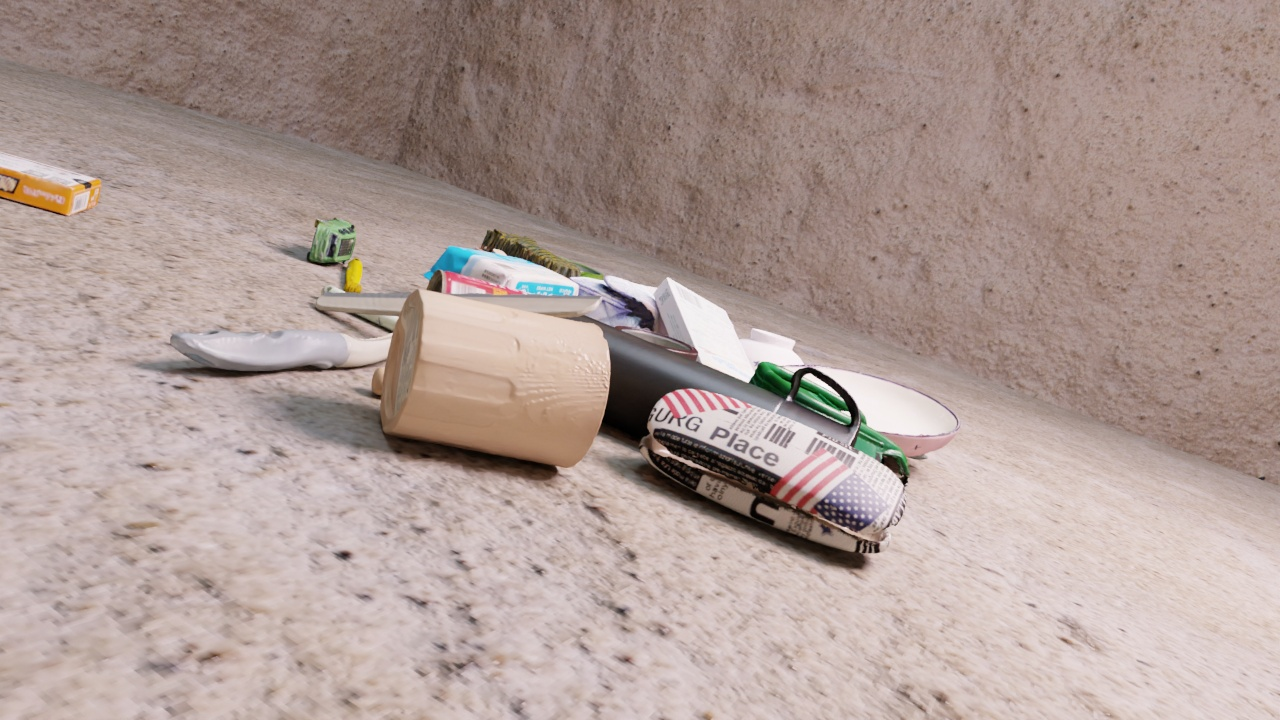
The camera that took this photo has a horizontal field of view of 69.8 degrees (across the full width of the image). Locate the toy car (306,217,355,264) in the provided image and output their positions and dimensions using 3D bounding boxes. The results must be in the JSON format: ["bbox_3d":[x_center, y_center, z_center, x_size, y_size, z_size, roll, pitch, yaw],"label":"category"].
[{"bbox_3d":[-0.310,-0.120,0.931,0.036,0.043,0.091,15,11,-6],"label":"toy car"}]

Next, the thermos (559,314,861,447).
[{"bbox_3d":[0.032,0.020,0.647,0.243,0.090,0.068,21,-7,17],"label":"thermos"}]

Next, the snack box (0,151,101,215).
[{"bbox_3d":[-0.537,-0.157,0.751,0.153,0.026,0.075,15,10,-18],"label":"snack box"}]

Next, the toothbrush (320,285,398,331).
[{"bbox_3d":[-0.181,-0.026,0.715,0.190,0.029,0.020,22,-32,25],"label":"toothbrush"}]

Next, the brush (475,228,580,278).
[{"bbox_3d":[-0.128,-0.099,1.083,0.146,0.073,0.063,29,14,30],"label":"brush"}]

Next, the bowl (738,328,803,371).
[{"bbox_3d":[0.138,0.002,1.014,0.118,0.065,0.118,16,6,-2],"label":"bowl"}]

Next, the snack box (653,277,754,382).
[{"bbox_3d":[0.066,-0.016,0.898,0.084,0.027,0.156,28,26,-29],"label":"snack box"}]

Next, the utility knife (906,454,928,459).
[{"bbox_3d":[0.205,0.067,0.933,0.178,0.019,0.031,26,8,33],"label":"utility knife"}]

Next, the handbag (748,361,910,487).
[{"bbox_3d":[0.138,0.055,0.718,0.120,0.068,0.131,18,10,-12],"label":"handbag"}]

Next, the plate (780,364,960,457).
[{"bbox_3d":[0.208,0.053,0.892,0.192,0.039,0.192,9,16,-3],"label":"plate"}]

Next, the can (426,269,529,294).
[{"bbox_3d":[-0.117,-0.036,0.790,0.132,0.053,0.053,13,11,-28],"label":"can"}]

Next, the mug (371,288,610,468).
[{"bbox_3d":[-0.090,0.013,0.521,0.103,0.084,0.125,13,-13,-26],"label":"mug"}]

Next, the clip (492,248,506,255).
[{"bbox_3d":[-0.141,-0.079,1.025,0.097,0.060,0.034,37,18,30],"label":"clip"}]

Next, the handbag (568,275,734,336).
[{"bbox_3d":[0.007,-0.045,1.018,0.134,0.076,0.193,27,13,29],"label":"handbag"}]

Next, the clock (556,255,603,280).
[{"bbox_3d":[-0.088,-0.094,1.173,0.161,0.056,0.116,22,11,18],"label":"clock"}]

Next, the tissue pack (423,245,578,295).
[{"bbox_3d":[-0.133,-0.066,0.900,0.090,0.063,0.139,26,13,29],"label":"tissue pack"}]

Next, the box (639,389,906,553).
[{"bbox_3d":[0.080,0.059,0.554,0.164,0.077,0.074,24,16,17],"label":"box"}]

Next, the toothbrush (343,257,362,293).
[{"bbox_3d":[-0.265,-0.077,0.848,0.015,0.016,0.190,16,10,-19],"label":"toothbrush"}]

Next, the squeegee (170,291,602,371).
[{"bbox_3d":[-0.185,-0.014,0.575,0.247,0.039,0.246,2,9,23],"label":"squeegee"}]

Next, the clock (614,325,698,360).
[{"bbox_3d":[-0.005,0.004,0.769,0.121,0.055,0.082,12,12,-28],"label":"clock"}]
